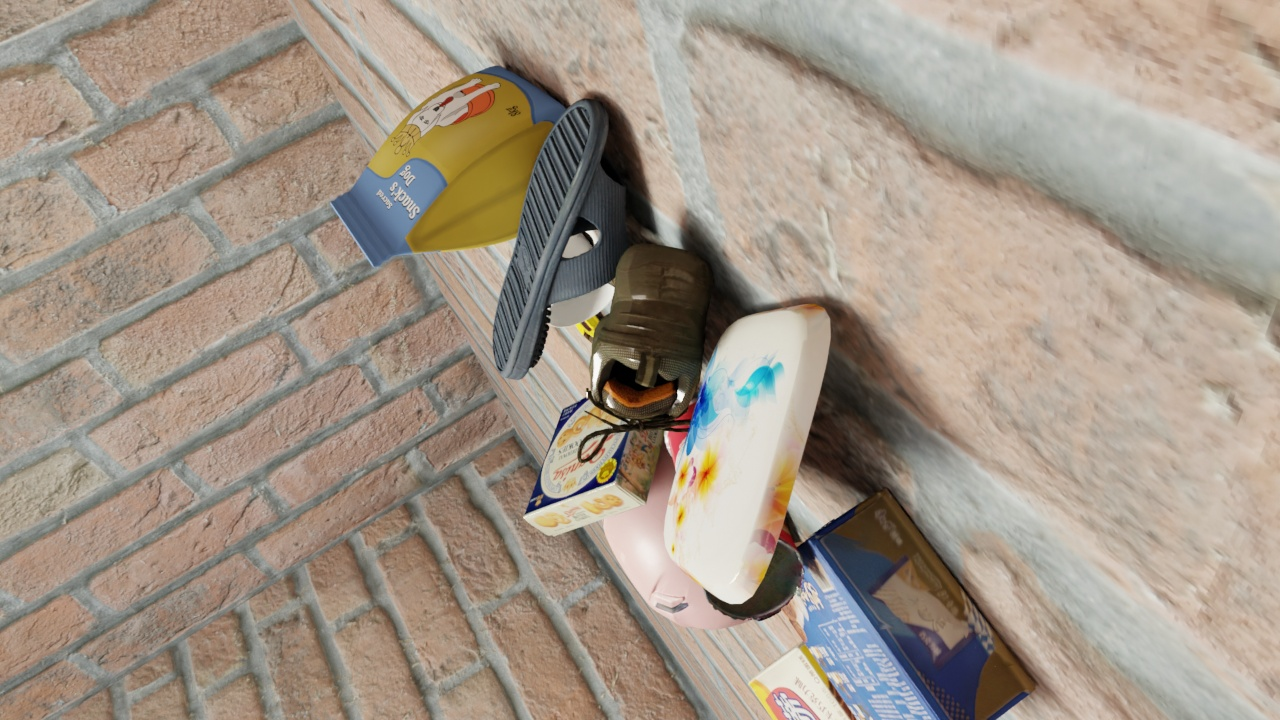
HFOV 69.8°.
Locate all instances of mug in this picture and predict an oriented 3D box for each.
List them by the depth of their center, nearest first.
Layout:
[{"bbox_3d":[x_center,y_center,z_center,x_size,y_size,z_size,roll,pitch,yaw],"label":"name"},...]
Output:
[{"bbox_3d":[-0.072,-0.103,0.934,0.087,0.080,0.114,60,138,22],"label":"mug"}]

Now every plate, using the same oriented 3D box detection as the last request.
[{"bbox_3d":[0.059,0.053,0.591,0.016,0.187,0.187,18,175,-13],"label":"plate"}]

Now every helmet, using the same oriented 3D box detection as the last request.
[{"bbox_3d":[0.051,0.185,0.963,0.230,0.152,0.256,51,169,24],"label":"helmet"}]

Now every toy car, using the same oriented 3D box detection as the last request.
[{"bbox_3d":[-0.063,-0.048,1.110,0.107,0.030,0.049,55,166,8],"label":"toy car"}]

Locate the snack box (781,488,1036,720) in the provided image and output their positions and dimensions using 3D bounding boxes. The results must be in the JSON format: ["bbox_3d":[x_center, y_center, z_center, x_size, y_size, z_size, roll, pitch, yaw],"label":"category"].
[{"bbox_3d":[0.174,0.194,0.677,0.155,0.069,0.203,54,167,16],"label":"snack box"}]

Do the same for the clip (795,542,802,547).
[{"bbox_3d":[0.159,0.199,0.853,0.060,0.024,0.040,49,165,22],"label":"clip"}]

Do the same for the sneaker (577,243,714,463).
[{"bbox_3d":[0.005,0.024,0.730,0.238,0.101,0.142,105,174,-67],"label":"sneaker"}]

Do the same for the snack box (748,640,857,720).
[{"bbox_3d":[0.216,0.385,0.903,0.230,0.061,0.110,54,140,18],"label":"snack box"}]

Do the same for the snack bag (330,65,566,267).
[{"bbox_3d":[-0.168,-0.165,0.821,0.159,0.205,0.102,45,162,48],"label":"snack bag"}]

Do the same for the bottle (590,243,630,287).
[{"bbox_3d":[-0.011,-0.080,0.799,0.043,0.043,0.111,64,167,-27],"label":"bottle"}]

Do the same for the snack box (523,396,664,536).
[{"bbox_3d":[-0.040,0.091,0.918,0.042,0.144,0.145,39,136,-25],"label":"snack box"}]

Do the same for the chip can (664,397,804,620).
[{"bbox_3d":[0.066,0.104,0.708,0.073,0.073,0.232,62,-175,-20],"label":"chip can"}]

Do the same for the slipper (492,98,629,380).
[{"bbox_3d":[-0.057,-0.092,0.766,0.264,0.082,0.101,-66,32,35],"label":"slipper"}]
